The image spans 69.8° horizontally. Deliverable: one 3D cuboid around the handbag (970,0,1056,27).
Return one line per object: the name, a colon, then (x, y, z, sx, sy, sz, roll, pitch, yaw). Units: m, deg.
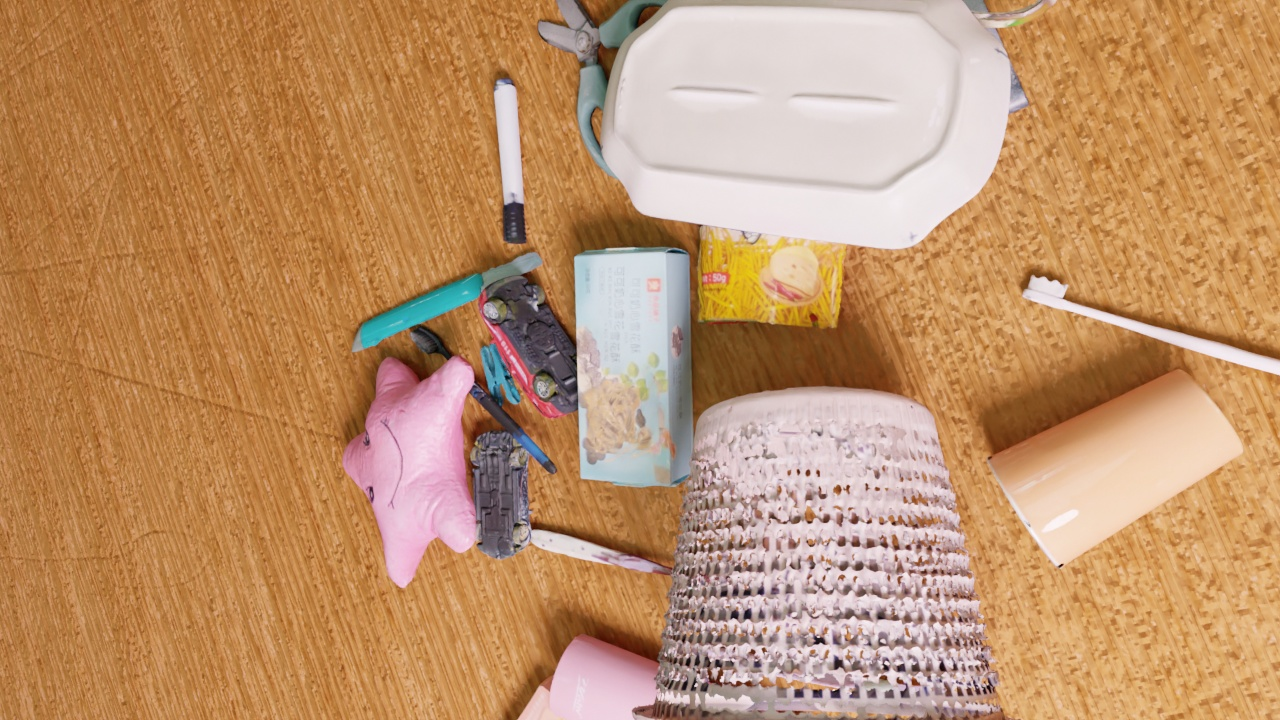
handbag: (0.193, -0.289, 0.566, 0.164, 0.063, 0.179, -9, 95, 24)

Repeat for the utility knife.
utility knife: (-0.167, -0.049, 0.773, 0.210, 0.013, 0.029, -20, 61, 26)

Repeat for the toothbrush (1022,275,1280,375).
toothbrush: (0.326, -0.018, 0.557, 0.180, 0.016, 0.016, 22, 97, 22)

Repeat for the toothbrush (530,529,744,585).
toothbrush: (-0.007, 0.156, 0.723, 0.188, 0.017, 0.016, 8, 101, 26)

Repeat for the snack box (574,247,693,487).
snack box: (-0.004, 0.004, 0.686, 0.074, 0.051, 0.175, 1, 96, 25)

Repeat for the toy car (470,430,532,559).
toy car: (-0.113, 0.110, 0.756, 0.049, 0.031, 0.105, 0, 91, 28)

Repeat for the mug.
mug: (0.285, 0.062, 0.553, 0.123, 0.078, 0.078, -34, 81, 18)

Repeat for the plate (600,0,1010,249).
plate: (0.089, -0.162, 0.578, 0.266, 0.034, 0.162, 13, 92, 24)

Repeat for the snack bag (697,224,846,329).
snack bag: (0.091, -0.126, 0.626, 0.129, 0.073, 0.208, 6, 93, 36)

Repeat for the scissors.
scissors: (-0.011, -0.229, 0.673, 0.170, 0.019, 0.177, -37, 74, 38)

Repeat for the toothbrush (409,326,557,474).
toothbrush: (-0.131, 0.031, 0.751, 0.189, 0.016, 0.014, 42, 124, 25)

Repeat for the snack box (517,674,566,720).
snack box: (-0.038, 0.340, 0.746, 0.157, 0.026, 0.085, 38, 110, 17)

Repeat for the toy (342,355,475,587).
toy: (-0.196, 0.092, 0.766, 0.179, 0.074, 0.194, -5, 85, 42)

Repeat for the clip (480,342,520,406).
clip: (-0.117, 0.013, 0.758, 0.048, 0.014, 0.057, -21, 88, 26)

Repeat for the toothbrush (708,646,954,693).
toothbrush: (0.128, 0.227, 0.666, 0.189, 0.029, 0.021, 1, 133, 25)

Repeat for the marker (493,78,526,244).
marker: (-0.105, -0.158, 0.735, 0.023, 0.018, 0.131, -2, 94, 34)

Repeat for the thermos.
thermos: (0.030, 0.280, 0.689, 0.199, 0.067, 0.087, 15, 95, 21)

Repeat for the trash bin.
trash bin: (0.109, 0.125, 0.565, 0.228, 0.227, 0.192, -7, 72, 24)

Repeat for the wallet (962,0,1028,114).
wallet: (0.184, -0.200, 0.602, 0.097, 0.019, 0.121, -23, 84, 22)

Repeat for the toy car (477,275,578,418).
toy car: (-0.084, -0.009, 0.720, 0.045, 0.052, 0.120, -34, 85, 46)
